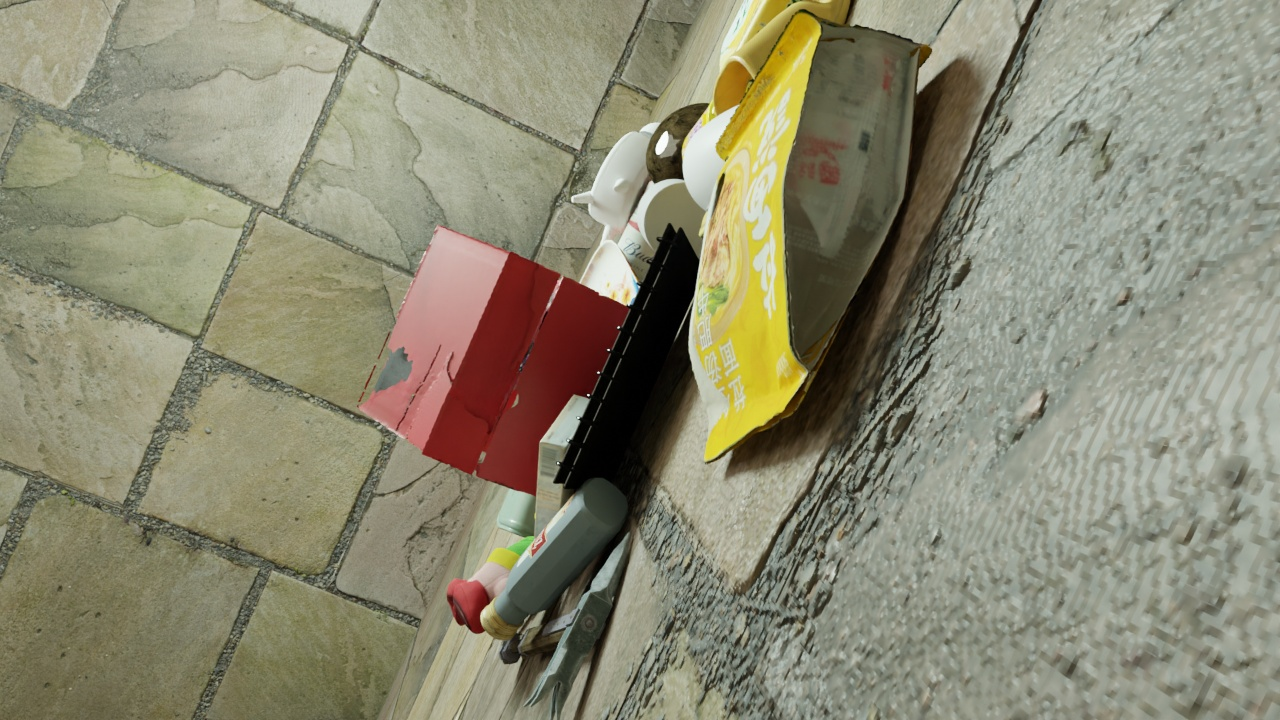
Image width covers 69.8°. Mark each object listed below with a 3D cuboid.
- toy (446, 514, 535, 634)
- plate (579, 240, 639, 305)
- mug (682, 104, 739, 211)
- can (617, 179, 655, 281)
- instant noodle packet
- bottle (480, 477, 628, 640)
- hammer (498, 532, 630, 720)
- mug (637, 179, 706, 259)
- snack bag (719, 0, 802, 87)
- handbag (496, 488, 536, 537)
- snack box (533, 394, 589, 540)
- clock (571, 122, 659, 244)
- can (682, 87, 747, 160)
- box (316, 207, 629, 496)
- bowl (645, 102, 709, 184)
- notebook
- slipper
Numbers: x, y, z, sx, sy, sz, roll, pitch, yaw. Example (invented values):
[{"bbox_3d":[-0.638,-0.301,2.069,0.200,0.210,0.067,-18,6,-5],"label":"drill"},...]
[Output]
[{"bbox_3d":[-0.125,0.208,0.906,0.097,0.131,0.124,68,159,7],"label":"toy"},{"bbox_3d":[-0.044,-0.035,1.114,0.187,0.016,0.186,-61,36,31],"label":"plate"},{"bbox_3d":[0.079,-0.139,0.692,0.114,0.081,0.088,-69,16,-9],"label":"mug"},{"bbox_3d":[0.010,-0.149,1.153,0.170,0.067,0.067,-63,9,17],"label":"can"},{"bbox_3d":[0.079,-0.058,0.527,0.163,0.084,0.221,133,153,-69],"label":"instant noodle packet"},{"bbox_3d":[-0.077,0.173,0.771,0.161,0.046,0.072,-50,1,19],"label":"bottle"},{"bbox_3d":[-0.083,0.240,0.805,0.146,0.028,0.318,-61,6,-27],"label":"hammer"},{"bbox_3d":[0.039,-0.127,0.938,0.097,0.078,0.112,-106,13,-76],"label":"mug"},{"bbox_3d":[0.155,-0.374,0.903,0.248,0.068,0.159,-59,10,35],"label":"snack bag"},{"bbox_3d":[-0.127,0.161,1.139,0.121,0.067,0.106,-68,10,-13],"label":"handbag"},{"bbox_3d":[-0.069,0.115,0.838,0.081,0.026,0.150,-57,-22,-56],"label":"snack box"},{"bbox_3d":[-0.018,-0.234,1.188,0.160,0.073,0.126,-53,-12,-37],"label":"clock"},{"bbox_3d":[0.085,-0.218,0.903,0.105,0.067,0.067,149,144,-75],"label":"can"},{"bbox_3d":[-0.148,0.000,0.906,0.124,0.315,0.211,-28,-38,-89],"label":"box"},{"bbox_3d":[0.051,-0.255,1.058,0.121,0.056,0.121,-29,36,24],"label":"bowl"},{"bbox_3d":[-0.005,0.005,0.813,0.231,0.019,0.169,-66,-13,-2],"label":"notebook"},{"bbox_3d":[0.100,-0.225,0.802,0.100,0.078,0.263,136,158,-76],"label":"slipper"}]
